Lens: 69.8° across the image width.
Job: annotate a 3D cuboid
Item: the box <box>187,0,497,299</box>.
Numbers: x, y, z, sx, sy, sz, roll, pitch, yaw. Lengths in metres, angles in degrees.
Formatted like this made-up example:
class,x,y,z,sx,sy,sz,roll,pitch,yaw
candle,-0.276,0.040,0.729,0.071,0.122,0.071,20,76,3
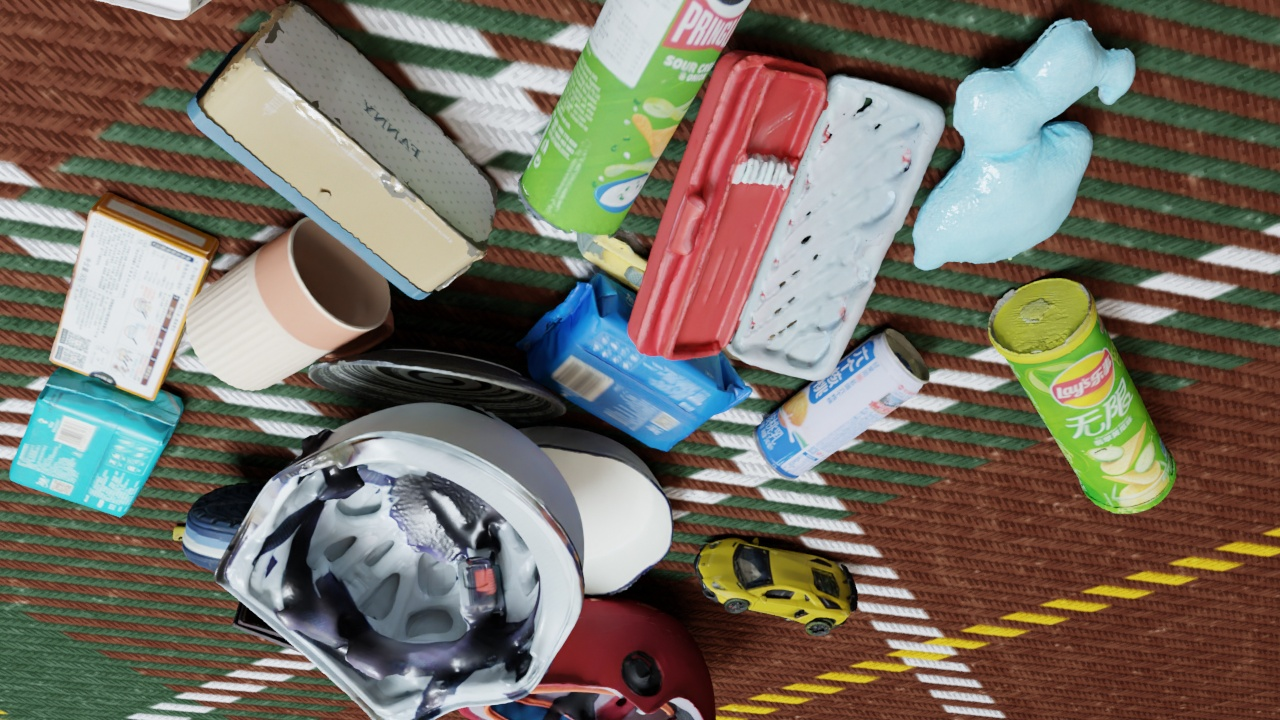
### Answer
class,x,y,z,sx,sy,sz,roll,pitch,yaw
box,-0.168,-0.123,0.532,0.062,0.089,0.184,-34,122,26

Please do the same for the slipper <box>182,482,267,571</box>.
class,x,y,z,sx,sy,sz,roll,pitch,yaw
slipper,-0.260,0.181,0.772,0.252,0.105,0.095,26,92,-27

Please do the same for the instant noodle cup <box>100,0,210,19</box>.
class,x,y,z,sx,sy,sz,roll,pitch,yaw
instant noodle cup,-0.225,-0.222,0.418,0.116,0.124,0.117,12,131,-11

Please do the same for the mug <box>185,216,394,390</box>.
class,x,y,z,sx,sy,sz,roll,pitch,yaw
mug,-0.227,-0.031,0.624,0.106,0.081,0.114,-26,152,22

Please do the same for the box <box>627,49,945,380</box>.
class,x,y,z,sx,sy,sz,roll,pitch,yaw
box,0.086,-0.083,0.579,0.161,0.058,0.201,7,120,-21

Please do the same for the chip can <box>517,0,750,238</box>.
class,x,y,z,sx,sy,sz,roll,pitch,yaw
chip can,0.008,-0.174,0.500,0.072,0.072,0.237,20,128,-18

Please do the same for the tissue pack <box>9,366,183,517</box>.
class,x,y,z,sx,sy,sz,roll,pitch,yaw
tissue pack,-0.425,0.064,0.717,0.093,0.050,0.134,27,126,-25

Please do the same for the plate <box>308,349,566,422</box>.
class,x,y,z,sx,sy,sz,roll,pitch,yaw
plate,-0.140,0.016,0.651,0.179,0.024,0.179,7,166,2

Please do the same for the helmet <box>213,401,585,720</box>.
class,x,y,z,sx,sy,sz,roll,pitch,yaw
helmet,-0.147,0.125,0.657,0.229,0.145,0.259,44,114,-13

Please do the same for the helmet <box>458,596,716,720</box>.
class,x,y,z,sx,sy,sz,roll,pitch,yaw
helmet,-0.044,0.294,0.864,0.240,0.143,0.208,33,133,-25

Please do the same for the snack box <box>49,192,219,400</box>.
class,x,y,z,sx,sy,sz,roll,pitch,yaw
snack box,-0.356,-0.040,0.642,0.075,0.026,0.154,25,126,-21

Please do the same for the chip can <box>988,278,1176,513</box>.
class,x,y,z,sx,sy,sz,roll,pitch,yaw
chip can,0.337,0.034,0.689,0.073,0.072,0.221,-29,126,22

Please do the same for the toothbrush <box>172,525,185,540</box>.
class,x,y,z,sx,sy,sz,roll,pitch,yaw
toothbrush,-0.324,0.167,0.831,0.190,0.016,0.016,7,130,-7

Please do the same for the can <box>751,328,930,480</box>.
class,x,y,z,sx,sy,sz,roll,pitch,yaw
can,0.151,0.034,0.699,0.053,0.053,0.135,32,124,-26

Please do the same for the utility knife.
class,x,y,z,sx,sy,sz,roll,pitch,yaw
utility knife,0.025,-0.047,0.638,0.167,0.018,0.031,27,139,-15

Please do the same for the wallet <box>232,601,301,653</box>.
class,x,y,z,sx,sy,sz,roll,pitch,yaw
wallet,-0.302,0.213,0.808,0.096,0.122,0.020,27,99,-21

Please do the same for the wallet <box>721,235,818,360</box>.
class,x,y,z,sx,sy,sz,roll,pitch,yaw
wallet,0.098,-0.042,0.651,0.087,0.024,0.115,10,133,-6

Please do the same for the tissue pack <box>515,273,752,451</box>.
class,x,y,z,sx,sy,sz,roll,pitch,yaw
tissue pack,-0.004,0.004,0.667,0.157,0.052,0.095,32,131,-22

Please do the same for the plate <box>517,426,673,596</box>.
class,x,y,z,sx,sy,sz,roll,pitch,yaw
plate,-0.075,0.131,0.786,0.205,0.045,0.205,-1,132,-1

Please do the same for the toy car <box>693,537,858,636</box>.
class,x,y,z,sx,sy,sz,roll,pitch,yaw
toy car,0.123,0.201,0.834,0.155,0.071,0.041,16,131,-14

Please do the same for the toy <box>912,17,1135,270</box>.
class,x,y,z,sx,sy,sz,roll,pitch,yaw
toy,0.231,-0.120,0.566,0.162,0.049,0.156,-32,130,18
